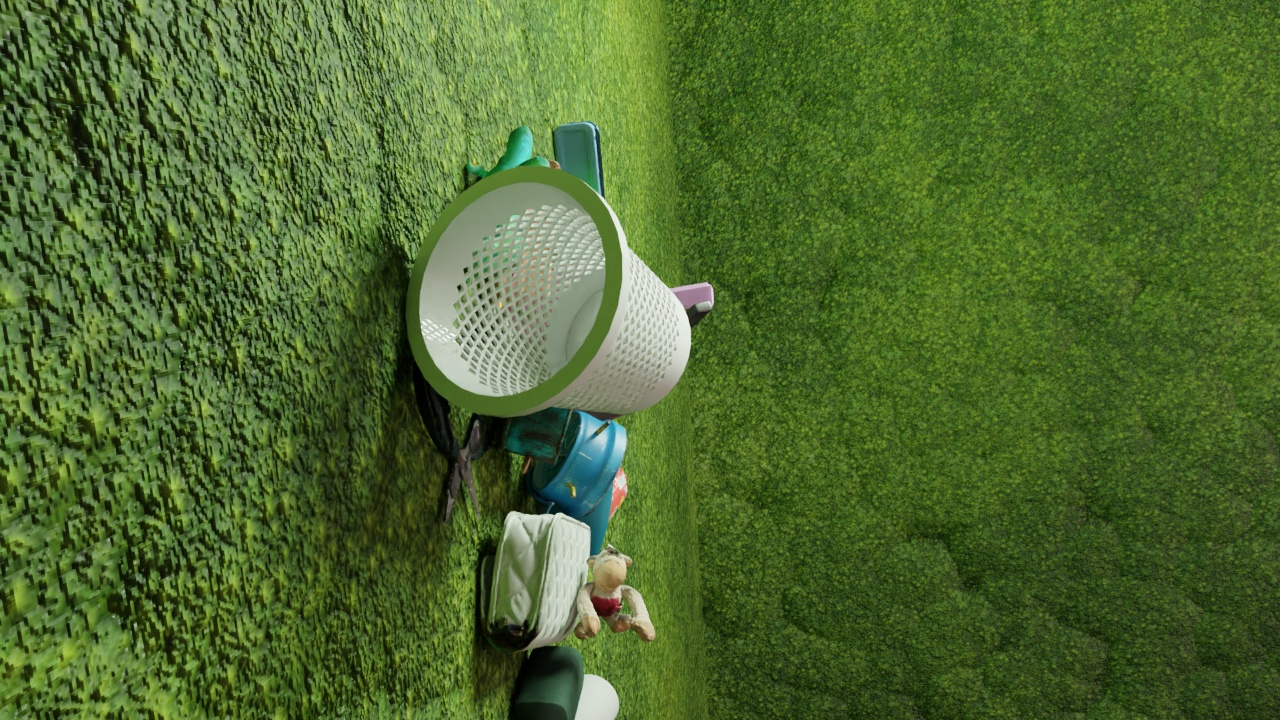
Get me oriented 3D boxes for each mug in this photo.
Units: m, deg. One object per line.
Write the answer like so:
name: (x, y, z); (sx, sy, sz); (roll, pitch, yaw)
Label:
mug: (-0.081, 0.455, 1.128); (0.107, 0.071, 0.089); (-66, 168, 14)
mug: (-0.087, 0.192, 1.118); (0.112, 0.084, 0.104); (-15, 116, -52)

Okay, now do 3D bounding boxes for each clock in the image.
clock: (-0.102, 0.028, 0.951); (0.121, 0.073, 0.158); (-87, -165, -73)
clock: (-0.078, 0.114, 1.036); (0.162, 0.060, 0.116); (-9, -126, 63)

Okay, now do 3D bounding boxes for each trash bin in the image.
trash bin: (-0.057, -0.035, 0.780); (0.199, 0.196, 0.195); (25, 62, -61)

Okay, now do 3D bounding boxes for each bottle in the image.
bottle: (-0.101, 0.371, 0.983); (0.131, 0.061, 0.061); (-73, 161, -66)

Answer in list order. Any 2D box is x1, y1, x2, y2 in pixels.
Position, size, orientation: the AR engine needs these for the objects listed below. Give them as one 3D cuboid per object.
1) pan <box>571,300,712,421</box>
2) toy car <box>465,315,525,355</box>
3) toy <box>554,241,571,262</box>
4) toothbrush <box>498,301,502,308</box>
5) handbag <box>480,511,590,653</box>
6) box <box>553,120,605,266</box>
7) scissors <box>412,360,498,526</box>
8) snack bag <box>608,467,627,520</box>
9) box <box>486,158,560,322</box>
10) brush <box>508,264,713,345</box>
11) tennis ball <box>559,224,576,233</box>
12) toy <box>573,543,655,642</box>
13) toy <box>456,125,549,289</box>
pan: (-0.006, 0.006, 1.089); (0.358, 0.178, 0.041); (-44, -115, 58)
toy car: (-0.141, -0.019, 0.908); (0.092, 0.040, 0.037); (47, 41, -78)
toy: (-0.104, -0.126, 1.231); (0.112, 0.030, 0.049); (70, 4, -49)
toothbrush: (-0.146, -0.110, 0.984); (0.021, 0.016, 0.135); (50, 38, -69)
handbag: (-0.108, 0.230, 0.960); (0.195, 0.072, 0.138); (61, 36, -72)
box: (-0.081, -0.231, 1.300); (0.037, 0.066, 0.209); (-50, 136, -72)
scissors: (-0.163, 0.049, 0.832); (0.201, 0.015, 0.202); (-86, 170, -51)
snack bag: (-0.065, 0.183, 1.258); (0.176, 0.082, 0.082); (-27, 114, -81)
box: (-0.124, -0.125, 0.952); (0.048, 0.085, 0.186); (82, 10, -66)
brush: (-0.035, -0.064, 1.010); (0.043, 0.229, 0.089); (-85, 171, -85)
tennis ball: (-0.086, -0.206, 1.253); (0.065, 0.065, 0.065); (-2, 89, -81)
toy: (-0.028, 0.251, 0.995); (0.074, 0.085, 0.105); (125, -31, -64)
toy: (-0.139, -0.147, 0.881); (0.131, 0.072, 0.193); (-50, -152, 45)
